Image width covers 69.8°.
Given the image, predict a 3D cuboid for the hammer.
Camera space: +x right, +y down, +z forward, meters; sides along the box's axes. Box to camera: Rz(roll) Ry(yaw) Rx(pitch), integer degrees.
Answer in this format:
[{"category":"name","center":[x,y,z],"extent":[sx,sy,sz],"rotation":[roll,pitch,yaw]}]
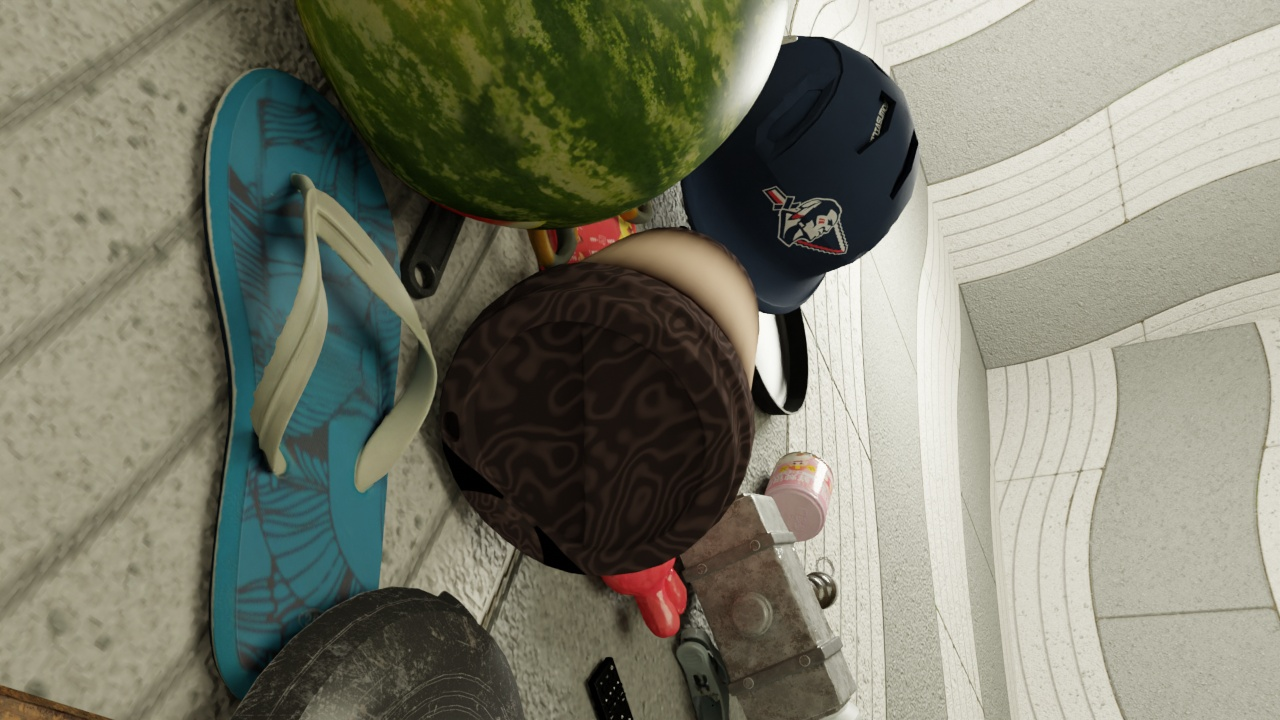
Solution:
[{"category":"hammer","center":[0.141,0.219,0.838],"extent":[0.326,0.080,0.176],"rotation":[24,41,-66]}]

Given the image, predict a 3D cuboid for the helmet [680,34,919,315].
[{"category":"helmet","center":[0.144,-0.175,0.867],"extent":[0.232,0.224,0.271],"rotation":[41,67,-33]}]

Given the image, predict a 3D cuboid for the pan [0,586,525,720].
[{"category":"pan","center":[-0.132,0.160,0.331],"extent":[0.357,0.040,0.207],"rotation":[56,40,-51]}]

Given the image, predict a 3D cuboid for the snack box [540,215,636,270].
[{"category":"snack box","center":[-0.042,-0.110,0.701],"extent":[0.132,0.021,0.089],"rotation":[-10,88,-64]}]

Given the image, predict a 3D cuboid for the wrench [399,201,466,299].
[{"category":"wrench","center":[-0.104,-0.143,0.595],"extent":[0.073,0.018,0.272],"rotation":[53,36,-40]}]

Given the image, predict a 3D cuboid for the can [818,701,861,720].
[{"category":"can","center":[0.168,0.382,0.834],"extent":[0.087,0.088,0.140],"rotation":[-9,87,-64]}]

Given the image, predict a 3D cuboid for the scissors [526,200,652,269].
[{"category":"scissors","center":[-0.053,-0.148,0.652],"extent":[0.225,0.016,0.229],"rotation":[47,36,-42]}]

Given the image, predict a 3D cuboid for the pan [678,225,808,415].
[{"category":"pan","center":[0.109,-0.066,0.973],"extent":[0.356,0.034,0.225],"rotation":[29,54,-58]}]

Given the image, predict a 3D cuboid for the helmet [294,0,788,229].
[{"category":"helmet","center":[-0.048,-0.188,0.483],"extent":[0.247,0.213,0.243],"rotation":[35,91,-37]}]

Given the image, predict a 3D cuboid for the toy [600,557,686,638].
[{"category":"toy","center":[-0.001,0.130,0.649],"extent":[0.091,0.045,0.135],"rotation":[-29,99,-61]}]

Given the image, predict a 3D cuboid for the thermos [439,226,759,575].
[{"category":"thermos","center":[-0.004,0.003,0.576],"extent":[0.225,0.173,0.173],"rotation":[-55,128,-65]}]

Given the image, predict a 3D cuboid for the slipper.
[{"category":"slipper","center":[-0.137,0.003,0.416],"extent":[0.118,0.060,0.294],"rotation":[28,54,-62]}]

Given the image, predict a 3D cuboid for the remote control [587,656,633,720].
[{"category":"remote control","center":[-0.006,0.270,0.619],"extent":[0.030,0.009,0.140],"rotation":[-37,113,-62]}]

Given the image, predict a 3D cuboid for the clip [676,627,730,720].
[{"category":"clip","center":[0.075,0.302,0.753],"extent":[0.164,0.032,0.165],"rotation":[25,56,-60]}]

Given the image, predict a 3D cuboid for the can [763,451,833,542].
[{"category":"can","center":[0.164,0.142,0.957],"extent":[0.067,0.067,0.076],"rotation":[68,27,-19]}]

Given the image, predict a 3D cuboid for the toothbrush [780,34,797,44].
[{"category":"toothbrush","center":[0.037,-0.237,0.733],"extent":[0.010,0.182,0.010],"rotation":[-12,96,-67]}]
